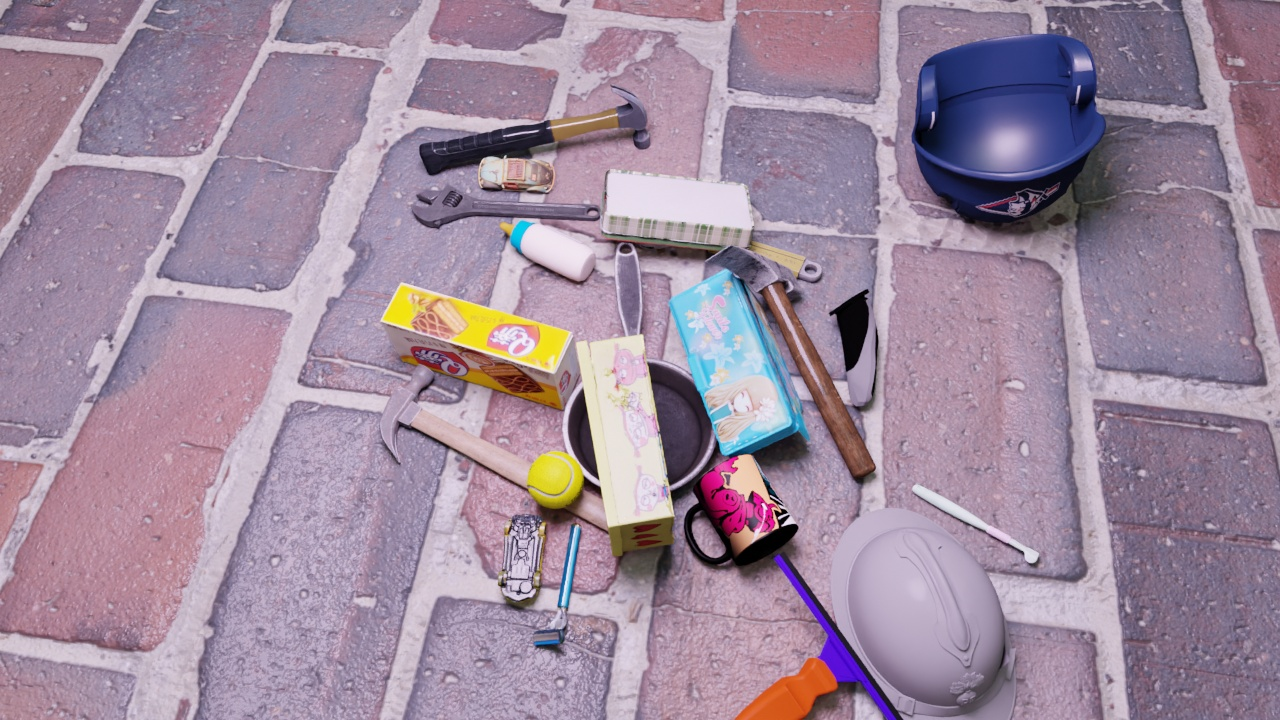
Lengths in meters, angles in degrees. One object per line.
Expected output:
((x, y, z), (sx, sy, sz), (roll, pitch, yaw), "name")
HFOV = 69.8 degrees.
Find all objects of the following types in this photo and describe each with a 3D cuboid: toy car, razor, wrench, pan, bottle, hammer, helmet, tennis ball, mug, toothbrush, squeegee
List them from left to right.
((-0.171, 0.122, 1.116), (0.331, 0.031, 0.119), (26, 64, 12), "hammer")
((-0.192, -0.217, 1.313), (0.273, 0.018, 0.073), (3, 60, 1), "wrench")
((-0.181, -0.270, 1.319), (0.112, 0.047, 0.047), (3, 85, 4), "toy car")
((-0.134, 0.224, 1.047), (0.049, 0.030, 0.106), (3, 58, 2), "toy car")
((-0.155, -0.328, 1.332), (0.333, 0.118, 0.025), (-11, 58, 1), "hammer")
((-0.132, -0.158, 1.257), (0.146, 0.051, 0.051), (27, 64, 16), "bottle")
((-0.098, 0.137, 1.054), (0.065, 0.065, 0.065), (0, 60, 1), "tennis ball")
((-0.086, 0.252, 1.038), (0.042, 0.022, 0.143), (-15, 48, 35), "razor")
((-0.007, 0.007, 1.156), (0.187, 0.055, 0.356), (-4, 60, -1), "pan")
((0.117, -0.157, 1.270), (0.273, 0.018, 0.083), (20, 62, 12), "wrench")
((0.105, 0.181, 1.048), (0.118, 0.082, 0.098), (-37, 63, 12), "mug")
((0.148, 0.357, 0.951), (0.184, 0.055, 0.249), (-32, 79, -16), "squeegee")
((0.191, 0.003, 1.100), (0.037, 0.217, 0.300), (-31, 72, 23), "hammer")
((0.277, -0.015, 1.167), (0.060, 0.057, 0.156), (5, 65, -29), "razor")
((0.309, 0.266, 0.964), (0.183, 0.118, 0.270), (-14, 62, -7), "helmet")
((0.388, 0.188, 1.067), (0.155, 0.015, 0.022), (31, 35, 18), "toothbrush")
((0.482, -0.287, 1.215), (0.232, 0.223, 0.271), (-7, 29, 13), "helmet")

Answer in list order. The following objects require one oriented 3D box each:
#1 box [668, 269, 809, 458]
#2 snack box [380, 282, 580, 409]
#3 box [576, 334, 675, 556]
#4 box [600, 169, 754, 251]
((0.129, 0.015, 1.141), (0.098, 0.121, 0.226), (-28, 60, 17), "box")
((-0.195, -0.016, 1.142), (0.230, 0.110, 0.061), (16, 65, 10), "snack box")
((-0.016, 0.095, 1.026), (0.081, 0.124, 0.220), (-7, 66, -2), "box")
((0.048, -0.202, 1.248), (0.205, 0.050, 0.117), (3, 45, -6), "box")
